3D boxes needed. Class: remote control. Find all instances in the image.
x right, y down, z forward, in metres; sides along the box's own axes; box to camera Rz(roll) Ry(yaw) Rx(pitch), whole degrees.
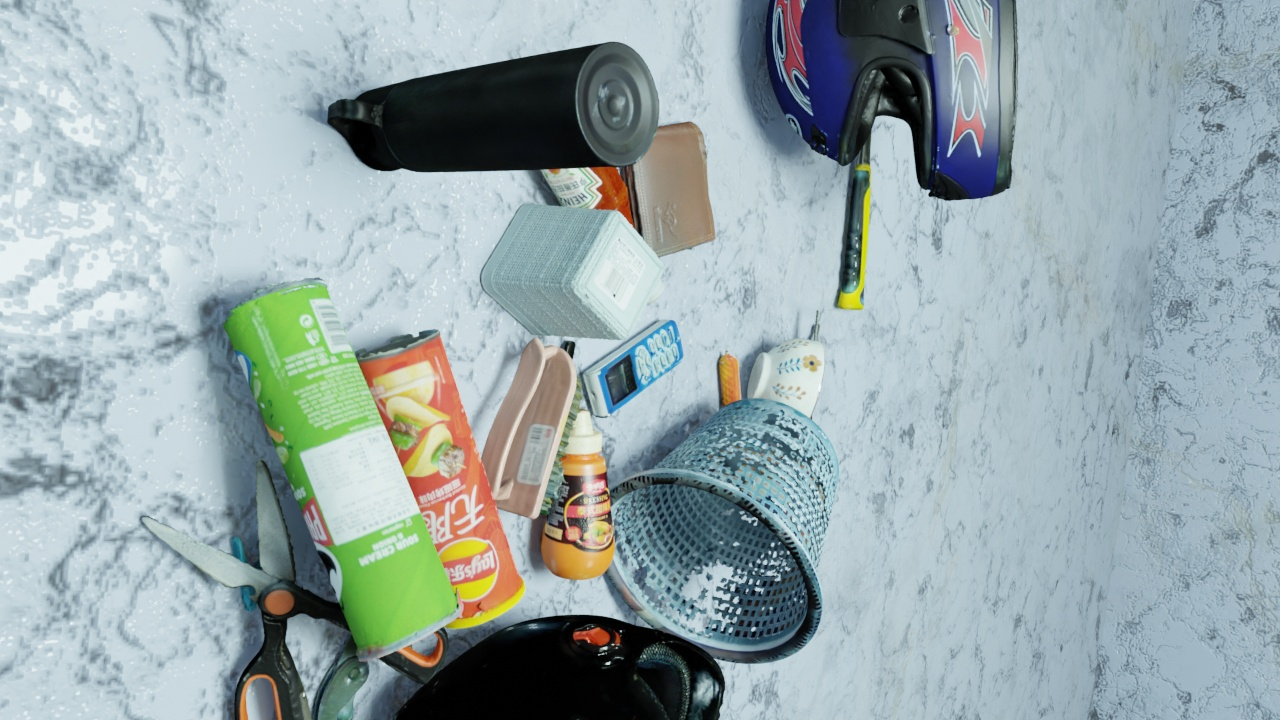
[{"bbox_3d":[-0.005,0.005,0.887,0.124,0.024,0.049,-36,122,-40],"label":"remote control"}]

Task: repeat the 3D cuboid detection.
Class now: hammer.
[{"bbox_3d":[0.284,-0.225,1.164,0.126,0.032,0.323,-2,98,-47],"label":"hammer"}]

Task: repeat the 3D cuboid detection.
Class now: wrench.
[{"bbox_3d":[-0.195,0.173,0.711,0.056,0.016,0.273,24,78,-44],"label":"wrench"}]

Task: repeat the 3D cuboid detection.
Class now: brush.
[{"bbox_3d":[-0.093,0.056,0.770,0.073,0.063,0.145,32,72,-57],"label":"brush"}]

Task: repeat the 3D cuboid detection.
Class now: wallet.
[{"bbox_3d":[0.026,-0.165,0.889,0.101,0.032,0.124,-24,113,-41],"label":"wallet"}]

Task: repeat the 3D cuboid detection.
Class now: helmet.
[{"bbox_3d":[-0.062,0.314,0.724,0.273,0.230,0.234,-31,133,-40],"label":"helmet"},{"bbox_3d":[0.252,-0.317,0.949,0.247,0.241,0.315,-8,95,-74],"label":"helmet"}]

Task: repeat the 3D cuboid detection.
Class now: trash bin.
[{"bbox_3d":[0.097,0.148,0.907,0.194,0.227,0.227,-48,130,-48],"label":"trash bin"}]

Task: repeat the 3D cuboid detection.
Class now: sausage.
[{"bbox_3d":[0.103,0.068,1.021,0.021,0.021,0.165,-22,112,-44],"label":"sausage"}]

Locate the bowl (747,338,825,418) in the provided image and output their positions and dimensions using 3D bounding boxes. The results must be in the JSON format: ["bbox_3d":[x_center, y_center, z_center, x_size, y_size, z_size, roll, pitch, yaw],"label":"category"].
[{"bbox_3d":[0.157,0.025,1.029,0.062,0.113,0.113,17,81,-6],"label":"bowl"}]

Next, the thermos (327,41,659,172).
[{"bbox_3d":[-0.108,-0.153,0.582,0.089,0.243,0.068,-6,100,-48],"label":"thermos"}]

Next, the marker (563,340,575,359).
[{"bbox_3d":[-0.078,0.041,0.821,0.018,0.015,0.123,40,63,-69],"label":"marker"}]

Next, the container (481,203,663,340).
[{"bbox_3d":[-0.052,-0.072,0.757,0.090,0.112,0.089,45,63,-42],"label":"container"}]

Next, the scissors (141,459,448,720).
[{"bbox_3d":[-0.231,0.176,0.629,0.228,0.021,0.221,13,102,-21],"label":"scissors"}]

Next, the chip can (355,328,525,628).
[{"bbox_3d":[-0.149,0.088,0.682,0.073,0.073,0.217,-27,107,-43],"label":"chip can"}]

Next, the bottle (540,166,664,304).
[{"bbox_3d":[-0.035,-0.133,0.805,0.059,0.060,0.206,-53,131,-28],"label":"bottle"}]

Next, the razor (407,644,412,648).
[{"bbox_3d":[-0.199,0.143,0.668,0.067,0.062,0.167,-64,145,-71],"label":"razor"}]

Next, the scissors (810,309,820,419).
[{"bbox_3d":[0.197,0.057,1.093,0.188,0.015,0.227,-57,150,-59],"label":"scissors"}]

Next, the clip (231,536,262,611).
[{"bbox_3d":[-0.266,0.145,0.630,0.038,0.013,0.055,-5,99,-47],"label":"clip"}]

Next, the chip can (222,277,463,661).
[{"bbox_3d":[-0.190,0.068,0.589,0.072,0.072,0.236,-22,88,-44],"label":"chip can"}]

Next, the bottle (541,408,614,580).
[{"bbox_3d":[-0.055,0.117,0.820,0.066,0.067,0.149,-6,100,-47],"label":"bottle"}]
